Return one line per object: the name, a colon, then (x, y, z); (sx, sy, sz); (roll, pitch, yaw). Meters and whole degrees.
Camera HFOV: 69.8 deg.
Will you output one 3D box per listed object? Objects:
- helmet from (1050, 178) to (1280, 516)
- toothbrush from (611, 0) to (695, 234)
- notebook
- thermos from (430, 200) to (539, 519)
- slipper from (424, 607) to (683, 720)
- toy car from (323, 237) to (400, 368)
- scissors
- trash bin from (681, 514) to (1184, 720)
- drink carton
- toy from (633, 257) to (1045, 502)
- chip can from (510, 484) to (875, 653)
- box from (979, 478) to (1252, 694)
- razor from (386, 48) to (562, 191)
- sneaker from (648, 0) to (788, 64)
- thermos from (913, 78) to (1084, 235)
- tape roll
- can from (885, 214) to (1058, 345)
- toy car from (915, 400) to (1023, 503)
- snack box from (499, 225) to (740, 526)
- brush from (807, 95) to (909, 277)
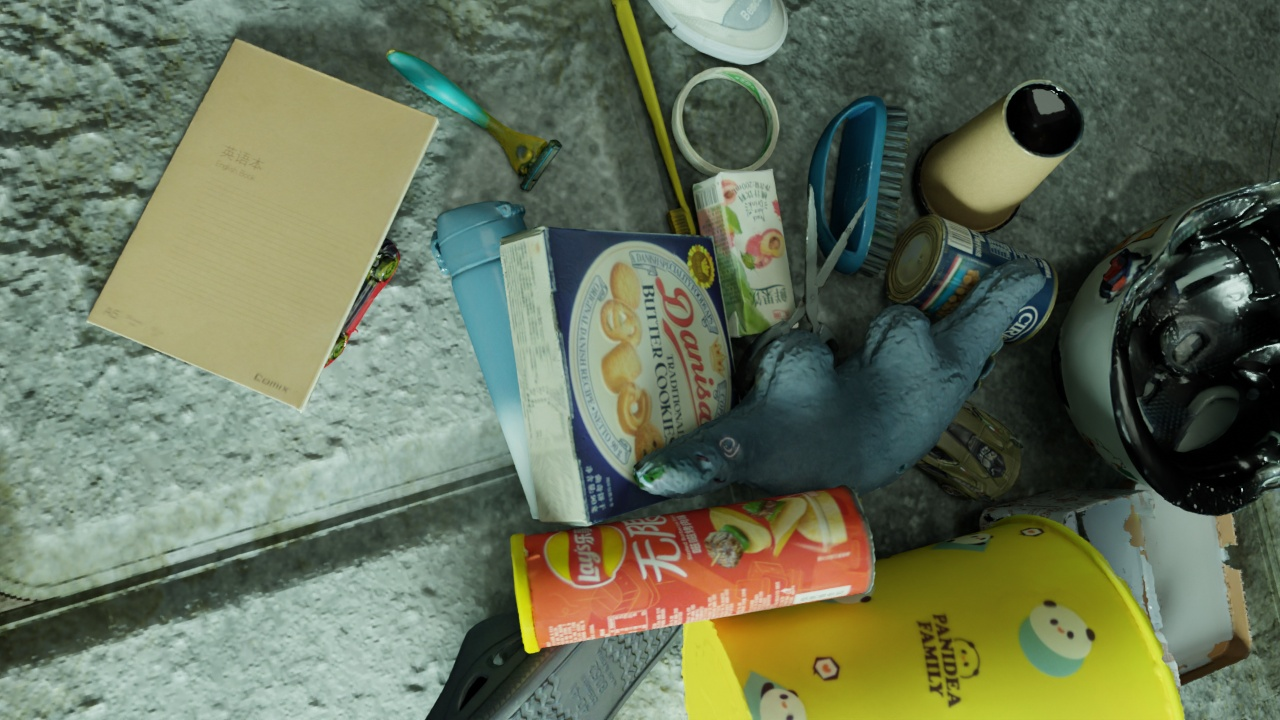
helmet: (0.441, -0.013, 0.746); (0.274, 0.157, 0.230); (-45, 102, -8)
toothbrush: (0.008, -0.183, 0.694); (0.016, 0.016, 0.190); (-16, 92, -11)
notebook: (-0.242, -0.091, 0.595); (0.149, 0.012, 0.211); (22, 80, 2)
thermos: (-0.081, -0.003, 0.632); (0.070, 0.070, 0.220); (-20, 92, -18)
slipper: (-0.067, 0.213, 0.618); (0.267, 0.083, 0.111); (-41, 130, -30)
toy car: (-0.204, -0.041, 0.609); (0.049, 0.031, 0.106); (29, 79, 4)
scissors: (0.121, -0.042, 0.673); (0.159, 0.014, 0.181); (-38, 132, -25)
trash bin: (0.175, 0.238, 0.621); (0.255, 0.230, 0.229); (-8, 89, -13)
drink carton: (0.078, -0.079, 0.694); (0.053, 0.046, 0.122); (-11, 92, -31)
toy: (0.147, 0.036, 0.649); (0.355, 0.091, 0.138); (-23, 131, -23)
chip can: (0.030, 0.127, 0.565); (0.216, 0.073, 0.073); (-7, 89, -5)
box: (0.408, 0.189, 0.764); (0.260, 0.082, 0.177); (-7, 89, -31)
razor: (-0.120, -0.175, 0.647); (0.132, 0.028, 0.043); (34, 109, -15)
sneaker: (0.018, -0.313, 0.666); (0.242, 0.091, 0.089); (32, 79, -14)
thermos: (0.279, -0.157, 0.717); (0.093, 0.143, 0.093); (1, 79, -6)
tape roll: (0.066, -0.184, 0.713); (0.085, 0.014, 0.085); (1, 87, -17)
can: (0.263, -0.064, 0.735); (0.111, 0.075, 0.075); (18, 81, -15)
toy car: (0.240, 0.055, 0.740); (0.158, 0.042, 0.070); (33, 77, -10)
snack box: (-0.004, 0.004, 0.619); (0.182, 0.046, 0.178); (-8, 89, -50)
brush: (0.167, -0.139, 0.720); (0.073, 0.055, 0.143); (11, 84, -18)
